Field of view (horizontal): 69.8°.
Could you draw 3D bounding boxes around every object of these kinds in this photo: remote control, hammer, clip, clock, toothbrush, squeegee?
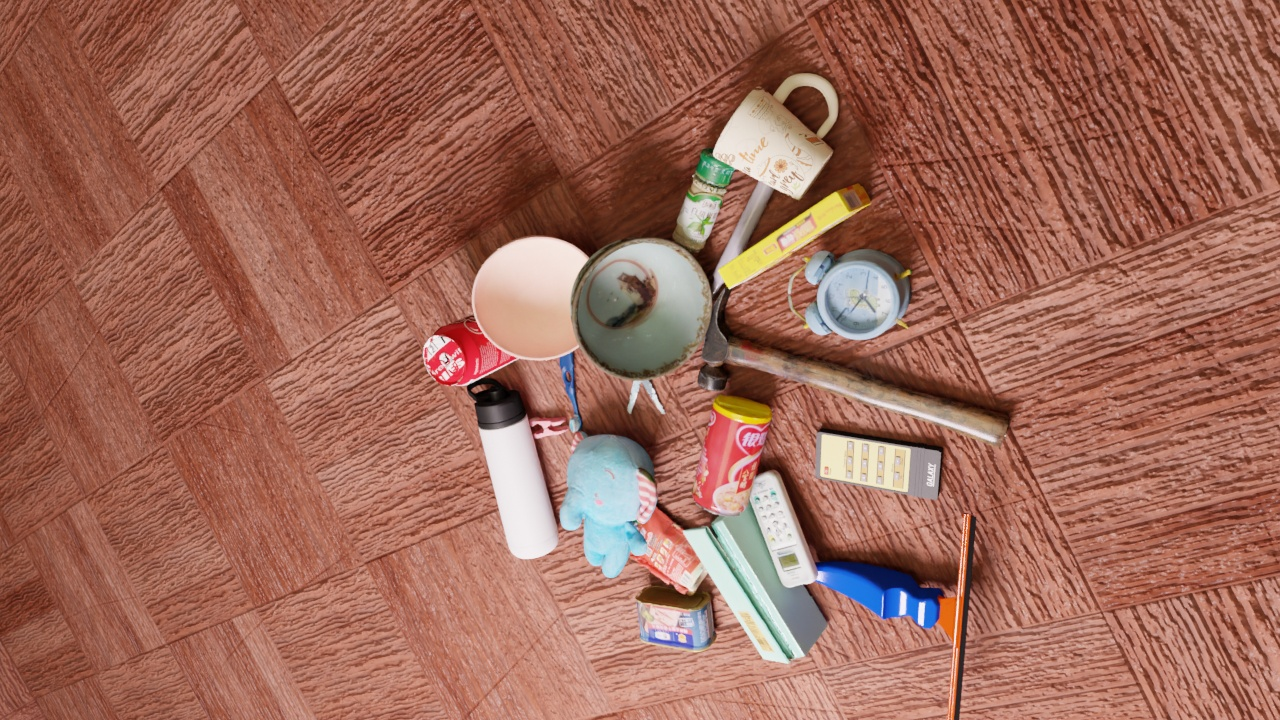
[{"bbox_3d":[0.163,0.192,1.052,0.050,0.022,0.133,-28,80,44],"label":"remote control"},{"bbox_3d":[0.220,0.017,0.971,0.331,0.033,0.120,18,114,22],"label":"hammer"},{"bbox_3d":[-0.119,0.090,1.191,0.060,0.023,0.044,14,118,26],"label":"clip"},{"bbox_3d":[0.211,-0.067,0.931,0.125,0.051,0.089,6,110,24],"label":"clock"},{"bbox_3d":[0.101,-0.117,0.996,0.019,0.018,0.188,35,120,16],"label":"toothbrush"},{"bbox_3d":[0.270,0.255,1.008,0.185,0.055,0.250,11,112,35],"label":"squeegee"},{"bbox_3d":[0.256,0.111,0.993,0.134,0.013,0.058,7,110,27],"label":"remote control"},{"bbox_3d":[-0.089,0.028,1.154,0.021,0.016,0.132,3,109,30],"label":"toothbrush"}]

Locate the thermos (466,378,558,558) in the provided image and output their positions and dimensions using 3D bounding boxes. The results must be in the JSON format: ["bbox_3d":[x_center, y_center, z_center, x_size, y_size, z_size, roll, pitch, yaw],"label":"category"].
[{"bbox_3d":[-0.171,0.141,1.212,0.101,0.068,0.230,17,123,58],"label":"thermos"}]

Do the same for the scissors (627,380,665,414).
[{"bbox_3d":[0.006,0.007,1.096,0.117,0.014,0.130,-23,96,32],"label":"scissors"}]

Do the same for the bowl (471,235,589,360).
[{"bbox_3d":[-0.121,-0.082,1.084,0.153,0.076,0.153,-3,111,-8],"label":"bowl"}]

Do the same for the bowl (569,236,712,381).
[{"bbox_3d":[-0.011,-0.067,1.019,0.094,0.159,0.160,-139,45,-63],"label":"bowl"}]

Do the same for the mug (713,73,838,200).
[{"bbox_3d":[0.147,-0.227,0.912,0.097,0.081,0.122,36,94,6],"label":"mug"}]

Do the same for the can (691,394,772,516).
[{"bbox_3d":[0.102,0.106,1.036,0.067,0.066,0.124,19,108,22],"label":"can"}]

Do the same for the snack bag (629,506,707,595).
[{"bbox_3d":[0.016,0.227,1.156,0.155,0.044,0.087,32,115,21],"label":"snack bag"}]

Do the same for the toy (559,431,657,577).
[{"bbox_3d":[-0.049,0.176,1.121,0.183,0.114,0.181,25,110,48],"label":"toy"}]

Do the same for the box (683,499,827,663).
[{"bbox_3d":[0.126,0.265,1.087,0.092,0.077,0.188,-31,93,42],"label":"box"}]

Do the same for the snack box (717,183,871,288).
[{"bbox_3d":[0.155,-0.125,0.929,0.153,0.075,0.025,-32,88,33],"label":"snack box"}]

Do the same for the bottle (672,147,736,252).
[{"bbox_3d":[0.067,-0.171,0.984,0.043,0.042,0.110,31,120,17],"label":"bottle"}]

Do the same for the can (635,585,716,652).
[{"bbox_3d":[0.045,0.325,1.163,0.100,0.053,0.059,1,105,28],"label":"can"}]

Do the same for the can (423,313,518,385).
[{"bbox_3d":[-0.194,-0.020,1.121,0.074,0.142,0.074,10,111,26],"label":"can"}]
